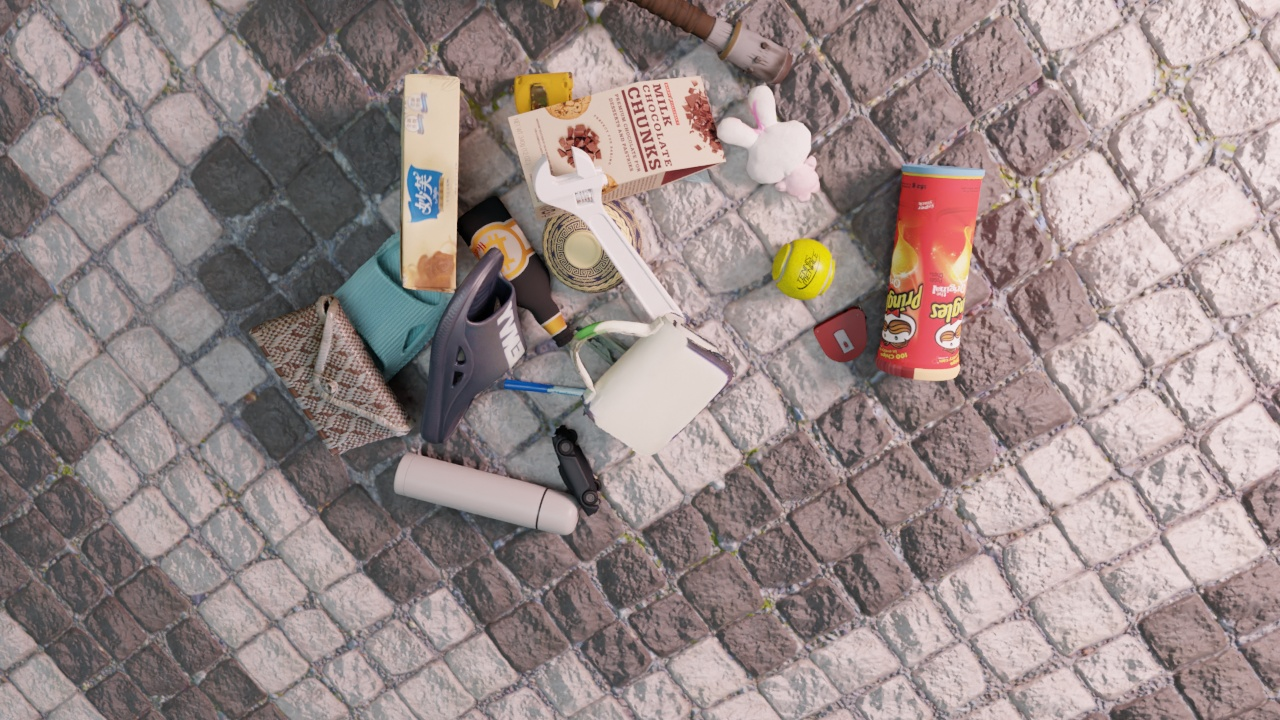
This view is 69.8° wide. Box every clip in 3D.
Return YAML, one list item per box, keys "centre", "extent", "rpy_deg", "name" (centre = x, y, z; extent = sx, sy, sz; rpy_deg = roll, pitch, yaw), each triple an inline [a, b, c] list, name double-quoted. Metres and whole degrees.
- centre: [-0.042, -0.019, 1.060]
  extent: [0.076, 0.023, 0.043]
  rpy_deg: [39, 109, -1]
  name: "clip"

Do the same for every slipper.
- centre: [-0.319, -0.030, 1.077]
  extent: [0.116, 0.069, 0.277]
  rpy_deg: [40, 108, -7]
  name: "slipper"
- centre: [-0.180, 0.003, 1.015]
  extent: [0.083, 0.110, 0.269]
  rpy_deg: [25, 129, 3]
  name: "slipper"

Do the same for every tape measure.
- centre: [0.228, -0.027, 1.017]
  extent: [0.059, 0.019, 0.051]
  rpy_deg: [-29, 99, 15]
  name: "tape measure"
- centre: [-0.106, -0.280, 0.992]
  extent: [0.068, 0.030, 0.059]
  rpy_deg: [0, 103, 9]
  name: "tape measure"

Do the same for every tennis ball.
- centre: [0.174, -0.097, 0.981]
  extent: [0.065, 0.065, 0.065]
  rpy_deg: [2, 106, 8]
  name: "tennis ball"

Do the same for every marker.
- centre: [-0.092, 0.035, 1.089]
  extent: [0.142, 0.013, 0.013]
  rpy_deg: [6, 106, 7]
  name: "marker"

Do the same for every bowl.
- centre: [-0.058, -0.126, 1.011]
  extent: [0.112, 0.061, 0.112]
  rpy_deg: [2, 106, 8]
  name: "bowl"

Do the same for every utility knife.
- centre: [-0.023, -0.218, 1.004]
  extent: [0.207, 0.015, 0.031]
  rpy_deg: [13, 108, 9]
  name: "utility knife"

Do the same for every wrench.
- centre: [-0.023, -0.116, 0.958]
  extent: [0.066, 0.018, 0.273]
  rpy_deg: [-30, 133, 9]
  name: "wrench"

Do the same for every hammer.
- centre: [0.005, -0.359, 0.901]
  extent: [0.324, 0.190, 0.101]
  rpy_deg: [23, 108, -16]
  name: "hammer"

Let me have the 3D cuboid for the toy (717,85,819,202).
- centre: [0.142, -0.222, 0.966]
  extent: [0.076, 0.037, 0.125]
  rpy_deg: [-44, 102, 9]
  name: "toy"

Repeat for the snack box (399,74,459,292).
- centre: [-0.222, -0.180, 0.957]
  extent: [0.055, 0.153, 0.207]
  rpy_deg: [1, 98, -16]
  name: "snack box"

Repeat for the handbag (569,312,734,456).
- centre: [-0.006, 0.006, 1.011]
  extent: [0.176, 0.074, 0.151]
  rpy_deg: [32, 110, -33]
  name: "handbag"

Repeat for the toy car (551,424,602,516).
- centre: [-0.078, 0.132, 1.096]
  extent: [0.034, 0.046, 0.112]
  rpy_deg: [-22, 103, 9]
  name: "toy car"

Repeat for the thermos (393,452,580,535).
- centre: [-0.185, 0.164, 1.117]
  extent: [0.224, 0.052, 0.052]
  rpy_deg: [13, 107, 5]
  name: "thermos"

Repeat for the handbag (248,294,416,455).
- centre: [-0.354, 0.022, 1.054]
  extent: [0.124, 0.046, 0.186]
  rpy_deg: [-16, 114, 26]
  name: "handbag"

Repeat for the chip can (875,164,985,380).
- centre: [0.300, -0.092, 0.954]
  extent: [0.087, 0.087, 0.213]
  rpy_deg: [5, 105, 7]
  name: "chip can"

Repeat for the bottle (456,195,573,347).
- centre: [-0.134, -0.094, 1.033]
  extent: [0.059, 0.059, 0.181]
  rpy_deg: [-32, 99, 15]
  name: "bottle"

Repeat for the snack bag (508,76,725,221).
- centre: [-0.023, -0.224, 0.955]
  extent: [0.206, 0.070, 0.094]
  rpy_deg: [-16, 88, -4]
  name: "snack bag"
